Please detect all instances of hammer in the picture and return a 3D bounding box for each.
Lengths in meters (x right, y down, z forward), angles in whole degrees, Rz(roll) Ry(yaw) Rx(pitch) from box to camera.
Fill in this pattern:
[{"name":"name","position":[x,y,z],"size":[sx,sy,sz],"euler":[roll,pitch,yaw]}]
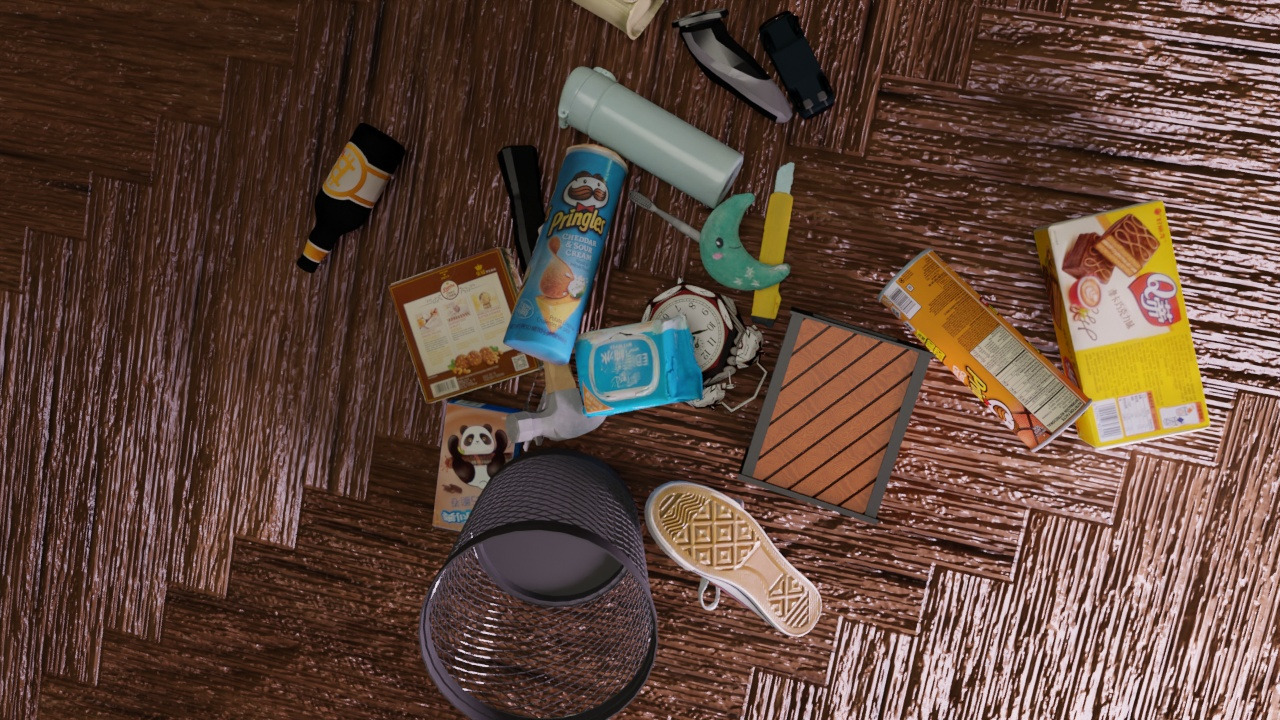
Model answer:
[{"name":"hammer","position":[-0.107,-0.075,1.013],"size":[0.131,0.039,0.328],"euler":[-9,86,-29]}]

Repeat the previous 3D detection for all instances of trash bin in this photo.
[{"name":"trash bin","position":[-0.094,0.219,0.943],"size":[0.218,0.227,0.218],"euler":[0,107,-1]},{"name":"trash bin","position":[0.196,0.049,0.941],"size":[0.140,0.139,0.172],"euler":[18,98,8]}]

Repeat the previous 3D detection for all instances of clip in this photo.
[{"name":"clip","position":[-0.132,0.070,1.046],"size":[0.050,0.101,0.059],"euler":[18,141,0]}]

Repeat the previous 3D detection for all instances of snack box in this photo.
[{"name":"snack box","position":[-0.189,0.126,1.071],"size":[0.087,0.034,0.151],"euler":[9,98,8]},{"name":"snack box","position":[-0.197,-0.040,1.053],"size":[0.143,0.041,0.147],"euler":[-18,92,11]},{"name":"snack box","position":[0.482,-0.036,0.922],"size":[0.110,0.061,0.230],"euler":[-13,93,11]}]

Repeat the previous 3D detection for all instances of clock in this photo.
[{"name":"clock","position":[0.072,-0.011,0.991],"size":[0.154,0.065,0.115],"euler":[45,104,20]}]

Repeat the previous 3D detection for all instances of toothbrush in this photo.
[{"name":"toothbrush","position":[0.056,-0.141,1.014],"size":[0.167,0.013,0.013],"euler":[33,100,3]}]

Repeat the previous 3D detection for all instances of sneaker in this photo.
[{"name":"sneaker","position":[0.094,0.212,1.003],"size":[0.241,0.088,0.118],"euler":[42,78,-16]}]

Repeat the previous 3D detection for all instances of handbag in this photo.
[{"name":"handbag","position":[-0.028,-0.420,0.968],"size":[0.119,0.081,0.111],"euler":[34,87,8]}]

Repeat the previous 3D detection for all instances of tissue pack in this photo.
[{"name":"tissue pack","position":[-0.006,0.006,0.955],"size":[0.145,0.061,0.093],"euler":[-11,83,29]}]

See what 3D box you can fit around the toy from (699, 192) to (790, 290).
[{"name":"toy","position":[0.103,-0.120,0.980],"size":[0.085,0.033,0.105],"euler":[-23,100,28]}]

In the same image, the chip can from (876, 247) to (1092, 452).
[{"name":"chip can","position":[0.342,-0.013,0.922],"size":[0.075,0.075,0.215],"euler":[-45,75,11]}]

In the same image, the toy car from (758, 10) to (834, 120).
[{"name":"toy car","position":[0.165,-0.310,0.966],"size":[0.046,0.034,0.112],"euler":[-27,91,12]}]

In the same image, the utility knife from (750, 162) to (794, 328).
[{"name":"utility knife","position":[0.147,-0.125,0.995],"size":[0.030,0.017,0.179],"euler":[9,100,4]}]

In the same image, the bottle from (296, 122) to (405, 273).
[{"name":"bottle","position":[-0.341,-0.181,1.056],"size":[0.059,0.059,0.182],"euler":[36,100,5]}]

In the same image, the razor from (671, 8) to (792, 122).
[{"name":"razor","position":[0.101,-0.309,0.970],"size":[0.060,0.057,0.156],"euler":[-34,98,39]}]

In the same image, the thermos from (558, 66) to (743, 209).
[{"name":"thermos","position":[0.007,-0.242,0.985],"size":[0.207,0.065,0.077],"euler":[32,78,6]}]

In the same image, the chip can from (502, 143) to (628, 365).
[{"name":"chip can","position":[-0.078,-0.112,0.968],"size":[0.080,0.080,0.229],"euler":[14,74,8]}]
